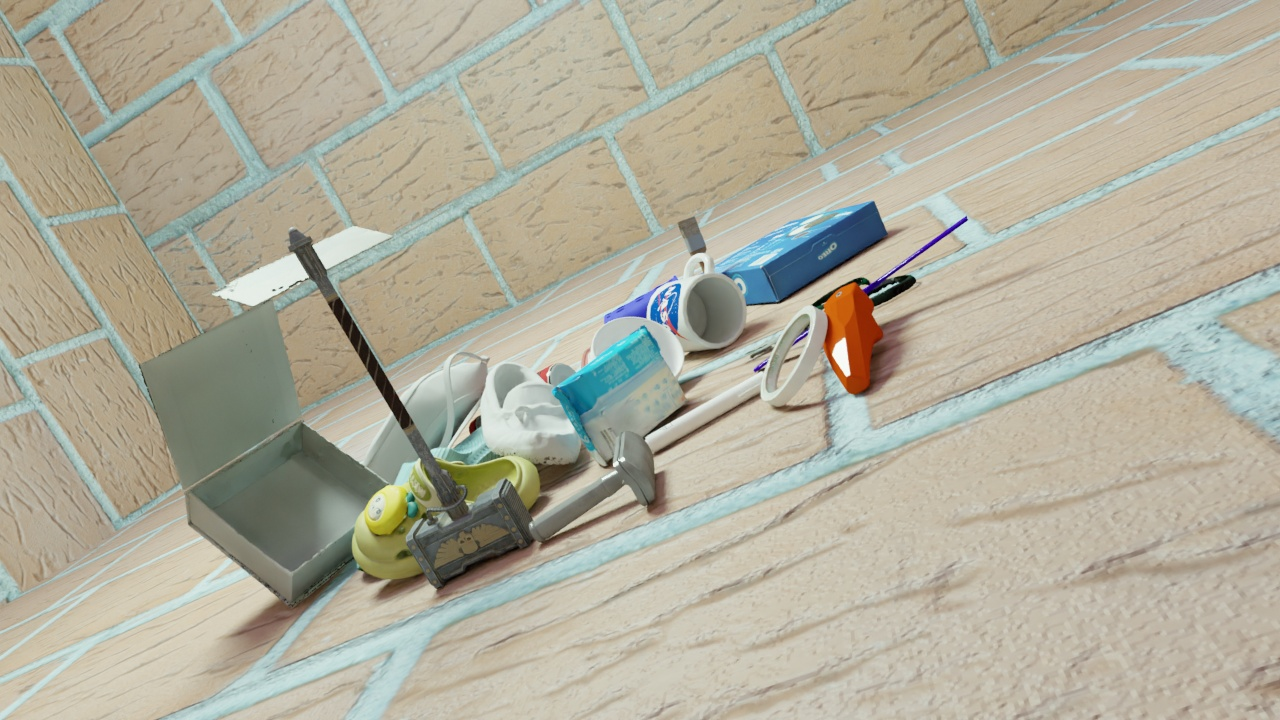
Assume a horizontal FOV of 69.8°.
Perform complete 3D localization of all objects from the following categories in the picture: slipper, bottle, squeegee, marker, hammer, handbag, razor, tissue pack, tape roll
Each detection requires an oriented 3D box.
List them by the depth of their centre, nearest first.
[{"bbox_3d":[-0.042,0.114,0.764,0.116,0.047,0.088,-34,10,8],"label":"razor"},{"bbox_3d":[-0.208,0.034,0.773,0.098,0.322,0.044,-26,11,8],"label":"hammer"},{"bbox_3d":[0.133,-0.004,0.800,0.093,0.013,0.093,-62,9,17],"label":"tape roll"},{"bbox_3d":[0.184,-0.027,0.804,0.250,0.055,0.184,-38,18,26],"label":"squeegee"},{"bbox_3d":[0.061,0.049,0.854,0.133,0.017,0.020,-29,13,-6],"label":"marker"},{"bbox_3d":[-0.190,0.135,0.866,0.190,0.082,0.091,-23,41,-4],"label":"slipper"},{"bbox_3d":[-0.018,0.034,0.926,0.144,0.093,0.062,-37,7,-41],"label":"tissue pack"},{"bbox_3d":[-0.123,0.058,1.017,0.112,0.075,0.247,-8,18,-16],"label":"slipper"},{"bbox_3d":[-0.228,0.131,1.018,0.116,0.069,0.275,-25,16,37],"label":"slipper"},{"bbox_3d":[-0.154,0.063,1.181,0.177,0.062,0.062,-28,9,35],"label":"bottle"},{"bbox_3d":[-0.251,0.076,1.211,0.216,0.095,0.222,-55,-6,18],"label":"handbag"}]

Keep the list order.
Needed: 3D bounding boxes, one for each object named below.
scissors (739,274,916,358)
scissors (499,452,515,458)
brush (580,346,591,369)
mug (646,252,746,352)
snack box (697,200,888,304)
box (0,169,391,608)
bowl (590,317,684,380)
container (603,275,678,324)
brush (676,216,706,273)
[{"bbox_3d":[0.201,-0.047,0.971,0.209,0.015,0.155,-33,13,-26],"label":"scissors"},{"bbox_3d":[-0.129,0.096,1.099,0.129,0.019,0.139,-28,13,-4],"label":"scissors"},{"bbox_3d":[-0.058,0.028,1.212,0.041,0.030,0.172,-24,25,12],"label":"brush"},{"bbox_3d":[0.070,-0.072,1.133,0.091,0.121,0.090,8,-7,-27],"label":"mug"},{"bbox_3d":[0.205,-0.147,1.309,0.195,0.056,0.239,-31,10,-16],"label":"snack box"},{"bbox_3d":[-0.472,0.021,1.002,0.149,0.506,0.166,-24,12,41],"label":"box"},{"bbox_3d":[-0.006,0.006,1.034,0.104,0.105,0.054,-36,-27,-35],"label":"bowl"},{"bbox_3d":[0.018,-0.048,1.231,0.113,0.085,0.084,-28,10,4],"label":"container"},{"bbox_3d":[0.089,-0.129,1.273,0.008,0.143,0.045,-18,6,35],"label":"brush"}]
